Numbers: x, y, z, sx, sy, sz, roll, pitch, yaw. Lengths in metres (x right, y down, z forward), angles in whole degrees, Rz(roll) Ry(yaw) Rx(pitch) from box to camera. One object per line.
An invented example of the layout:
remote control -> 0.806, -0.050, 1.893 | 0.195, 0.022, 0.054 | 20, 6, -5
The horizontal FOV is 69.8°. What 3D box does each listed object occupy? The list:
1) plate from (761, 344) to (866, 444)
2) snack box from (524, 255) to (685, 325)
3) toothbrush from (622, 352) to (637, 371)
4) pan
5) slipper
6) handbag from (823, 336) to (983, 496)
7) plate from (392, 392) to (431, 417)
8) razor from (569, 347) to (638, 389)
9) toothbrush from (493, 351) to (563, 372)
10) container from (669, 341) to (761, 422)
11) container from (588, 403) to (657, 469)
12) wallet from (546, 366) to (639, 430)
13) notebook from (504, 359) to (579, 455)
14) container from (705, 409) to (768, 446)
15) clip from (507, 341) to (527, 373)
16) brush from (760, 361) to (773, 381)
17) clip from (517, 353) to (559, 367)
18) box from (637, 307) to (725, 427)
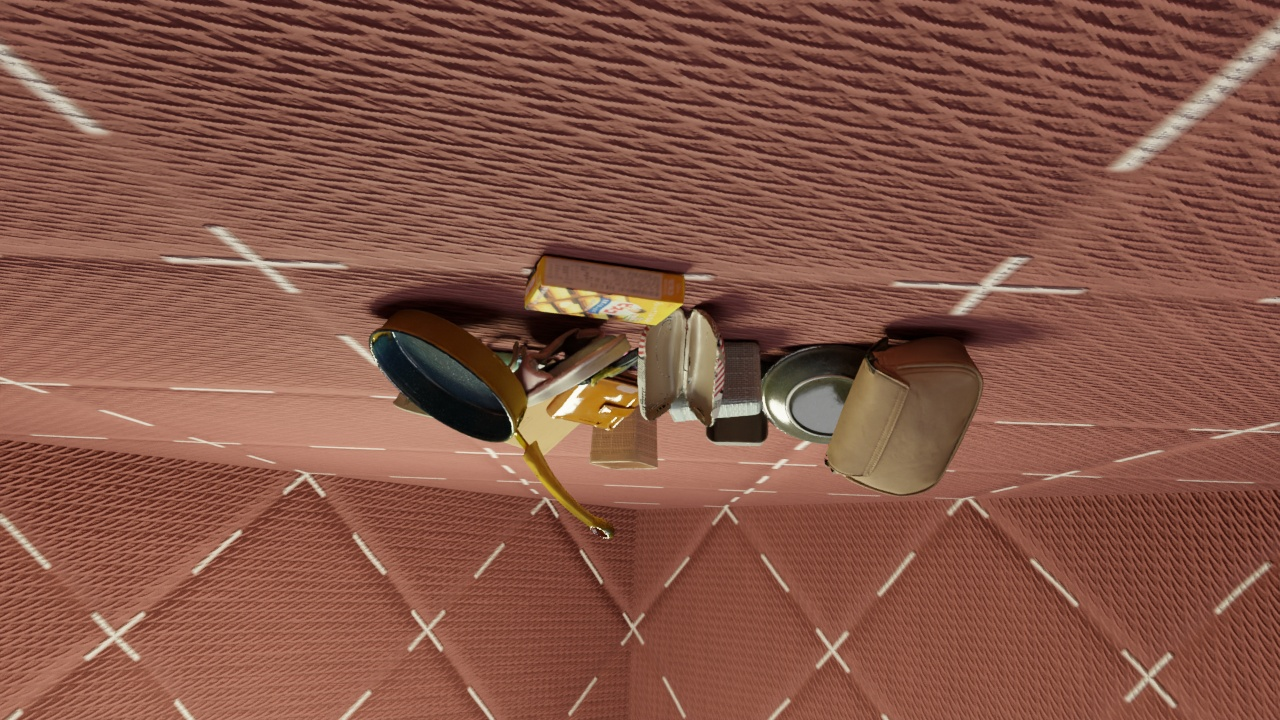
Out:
plate -> 0.239, 0.052, 1.156 | 0.179, 0.024, 0.180 | 5, 134, 5
snack box -> -0.036, -0.066, 0.886 | 0.140, 0.033, 0.087 | 5, 167, -17
toothbrush -> -0.007, 0.007, 1.225 | 0.014, 0.017, 0.189 | -9, 163, 12
pan -> -0.164, 0.077, 1.055 | 0.357, 0.078, 0.198 | 34, 152, -2
slipper -> -0.092, 0.002, 1.059 | 0.114, 0.054, 0.275 | -33, -174, -22
handbag -> 0.308, 0.062, 1.085 | 0.147, 0.099, 0.205 | 7, 123, -11
plate -> -0.263, 0.074, 1.414 | 0.230, 0.027, 0.230 | 10, -179, 0
razor -> -0.022, 0.002, 1.101 | 0.143, 0.022, 0.042 | -28, -169, 27
toothbrush -> -0.194, 0.001, 1.206 | 0.224, 0.027, 0.026 | 6, -170, -12
container -> 0.093, 0.025, 1.132 | 0.111, 0.090, 0.090 | -2, 167, 6
container -> -0.025, 0.114, 1.475 | 0.090, 0.110, 0.090 | -4, 166, 27
wallet -> -0.053, 0.053, 1.278 | 0.119, 0.035, 0.131 | 18, 144, -20
notebook -> -0.135, 0.074, 1.340 | 0.149, 0.012, 0.211 | -41, 156, 7
container -> 0.146, 0.084, 1.373 | 0.090, 0.090, 0.114 | 1, 170, 8
clip -> -0.185, 0.016, 1.163 | 0.098, 0.099, 0.035 | 29, 178, 20
brush -> 0.172, 0.039, 1.224 | 0.145, 0.063, 0.069 | 6, 153, -12
clip -> -0.133, -0.002, 1.195 | 0.057, 0.028, 0.024 | 5, 171, -15
box -> 0.042, 0.015, 1.012 | 0.085, 0.075, 0.162 | -20, 141, -15
